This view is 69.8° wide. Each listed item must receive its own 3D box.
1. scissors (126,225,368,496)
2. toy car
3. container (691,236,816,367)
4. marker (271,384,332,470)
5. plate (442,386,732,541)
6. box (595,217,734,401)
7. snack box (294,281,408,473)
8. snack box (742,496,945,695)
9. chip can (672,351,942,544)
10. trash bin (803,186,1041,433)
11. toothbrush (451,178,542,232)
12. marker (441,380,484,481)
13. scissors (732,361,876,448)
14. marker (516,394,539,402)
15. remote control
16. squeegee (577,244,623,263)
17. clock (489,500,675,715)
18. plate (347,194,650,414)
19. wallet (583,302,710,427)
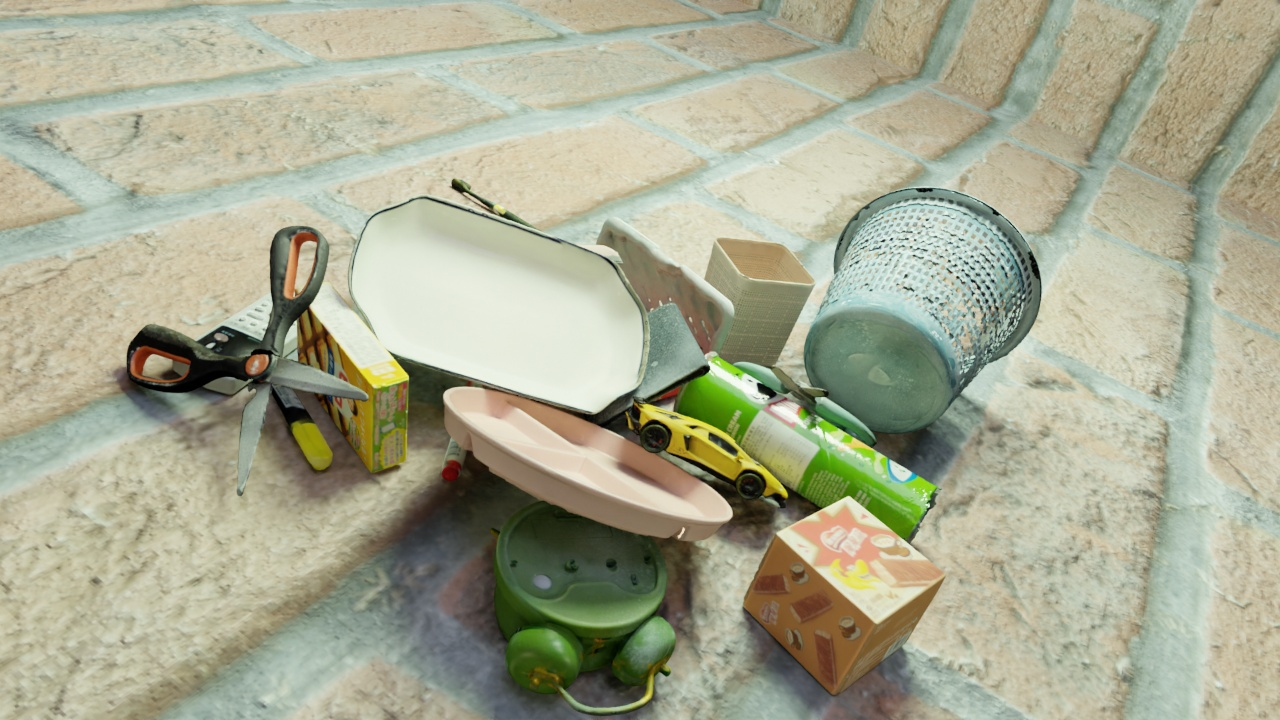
[{"bbox_3d":[-0.292,-0.007,0.682,0.221,0.022,0.233,-4,60,15],"label":"scissors"},{"bbox_3d":[0.056,0.077,0.770,0.156,0.041,0.071,28,1,3],"label":"toy car"},{"bbox_3d":[0.113,-0.059,0.970,0.089,0.111,0.090,3,35,-23],"label":"container"},{"bbox_3d":[-0.268,0.044,0.716,0.018,0.015,0.124,-9,37,-37],"label":"marker"},{"bbox_3d":[-0.041,0.077,0.681,0.229,0.028,0.229,22,4,-2],"label":"plate"},{"bbox_3d":[-0.010,-0.059,0.921,0.102,0.101,0.201,-13,43,-41],"label":"box"},{"bbox_3d":[-0.226,0.011,0.715,0.033,0.087,0.140,-21,48,-37],"label":"snack box"},{"bbox_3d":[0.147,0.168,0.669,0.092,0.077,0.094,-15,44,-41],"label":"snack box"},{"bbox_3d":[0.142,0.080,0.808,0.236,0.072,0.072,32,34,21],"label":"chip can"},{"bbox_3d":[0.272,-0.037,0.947,0.226,0.227,0.194,29,46,17],"label":"trash bin"},{"bbox_3d":[-0.162,-0.178,1.113,0.186,0.012,0.017,33,24,24],"label":"toothbrush"},{"bbox_3d":[-0.146,0.049,0.765,0.017,0.017,0.145,13,32,-8],"label":"marker"},{"bbox_3d":[0.142,0.032,0.870,0.181,0.019,0.170,25,-8,44],"label":"scissors"},{"bbox_3d":[-0.105,0.038,0.806,0.018,0.015,0.123,29,31,14],"label":"marker"},{"bbox_3d":[-0.325,-0.021,0.780,0.058,0.021,0.149,21,31,6],"label":"remote control"},{"bbox_3d":[-0.187,-0.136,0.933,0.247,0.040,0.250,-6,17,-34],"label":"squeegee"},{"bbox_3d":[-0.039,0.162,0.606,0.116,0.056,0.161,2,35,-23],"label":"clock"},{"bbox_3d":[-0.117,-0.043,0.786,0.265,0.034,0.161,17,60,-21],"label":"plate"},{"bbox_3d":[-0.005,0.005,0.835,0.121,0.019,0.097,-29,41,5],"label":"wallet"}]
